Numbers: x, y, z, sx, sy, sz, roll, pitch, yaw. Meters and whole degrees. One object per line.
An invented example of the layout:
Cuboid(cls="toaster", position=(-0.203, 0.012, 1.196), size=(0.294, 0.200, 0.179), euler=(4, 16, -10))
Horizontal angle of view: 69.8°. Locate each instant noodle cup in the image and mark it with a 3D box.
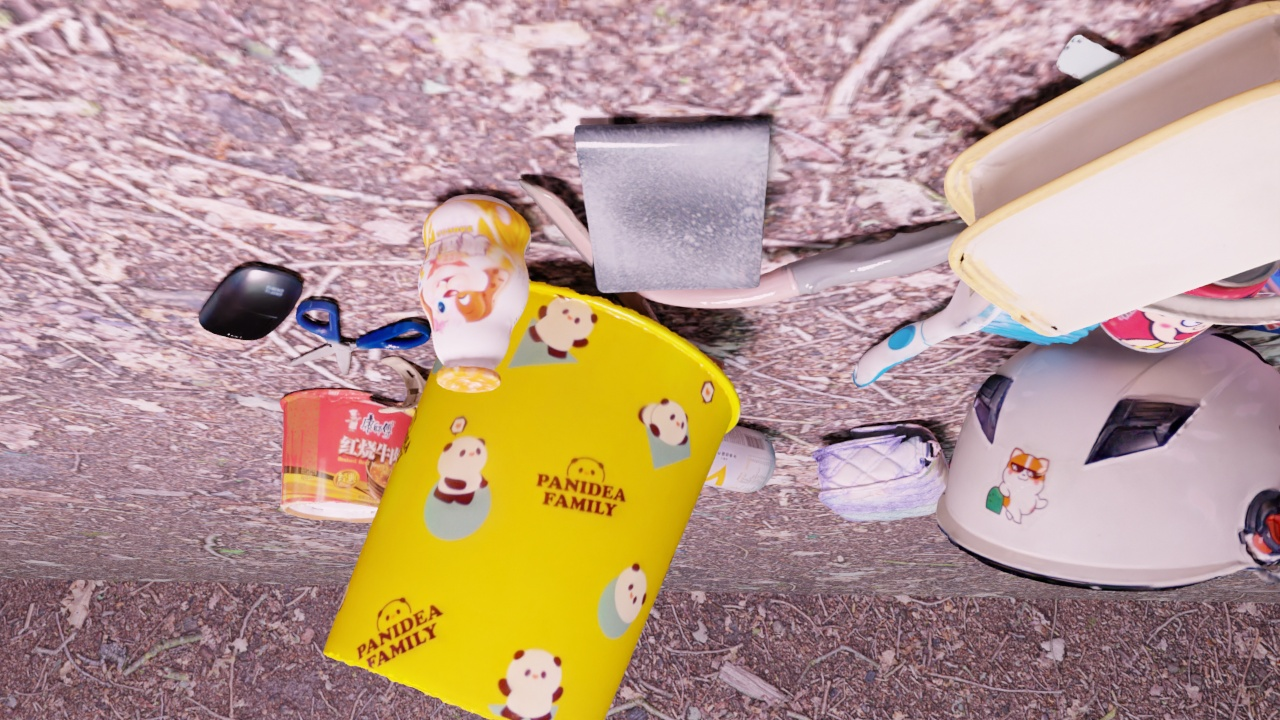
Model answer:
Cuboid(cls="instant noodle cup", position=(-0.296, 0.100, 0.916), size=(0.138, 0.108, 0.138), euler=(1, 161, 0))

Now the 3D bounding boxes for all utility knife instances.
Cuboid(cls="utility knife", position=(0.279, -0.108, 0.440), size=(0.238, 0.018, 0.034), euler=(13, 151, -28))

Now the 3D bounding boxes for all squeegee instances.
Cuboid(cls="squeegee", position=(0.085, -0.055, 0.571), size=(0.250, 0.040, 0.247), euler=(-6, 159, 17))

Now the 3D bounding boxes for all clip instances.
Cuboid(cls="clip", position=(-0.193, 0.029, 0.819), size=(0.035, 0.071, 0.100), euler=(-9, 164, 29))

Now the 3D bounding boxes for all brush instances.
Cuboid(cls="brush", position=(0.227, -0.028, 0.628), size=(0.109, 0.060, 0.315), euler=(5, 163, 4))

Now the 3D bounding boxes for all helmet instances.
Cuboid(cls="helmet", position=(0.338, 0.048, 0.637), size=(0.273, 0.157, 0.230), euler=(-5, -171, -34))

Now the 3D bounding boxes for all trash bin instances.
Cuboid(cls="trash bin", position=(-0.076, 0.112, 0.637), size=(0.230, 0.254, 0.230), euler=(17, 157, 8))

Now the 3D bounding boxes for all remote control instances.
Cuboid(cls="remote control", position=(-0.284, -0.035, 0.664), size=(0.053, 0.024, 0.137), euler=(13, 157, -34))

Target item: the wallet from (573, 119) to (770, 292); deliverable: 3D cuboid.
Cuboid(cls="wallet", position=(0.018, -0.079, 0.494), size=(0.097, 0.019, 0.121), euler=(0, 144, 4))

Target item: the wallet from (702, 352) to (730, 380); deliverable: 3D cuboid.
Cuboid(cls="wallet", position=(-0.004, 0.004, 0.729), size=(0.131, 0.035, 0.119), euler=(-2, 159, 42))

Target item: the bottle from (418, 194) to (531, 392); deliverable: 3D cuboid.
Cuboid(cls="bottle", position=(-0.095, -0.038, 0.523), size=(0.063, 0.108, 0.063), euler=(0, 161, 0))

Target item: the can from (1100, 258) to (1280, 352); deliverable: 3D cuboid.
Cuboid(cls="can", position=(0.311, -0.051, 0.527), size=(0.066, 0.066, 0.094), euler=(0, 160, 2))

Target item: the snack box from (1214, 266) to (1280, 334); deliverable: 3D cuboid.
Cuboid(cls="snack box", position=(0.421, -0.047, 0.592), size=(0.157, 0.026, 0.085), euler=(7, 159, -16))

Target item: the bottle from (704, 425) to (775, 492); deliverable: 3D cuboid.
Cuboid(cls="bottle", position=(0.054, 0.089, 0.926), size=(0.189, 0.068, 0.068), euler=(16, 155, -37))

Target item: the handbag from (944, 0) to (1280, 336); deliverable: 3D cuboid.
Cuboid(cls="handbag", position=(0.254, -0.064, 0.429), size=(0.178, 0.063, 0.164), euler=(30, 143, -31))

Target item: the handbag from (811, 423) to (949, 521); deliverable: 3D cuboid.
Cuboid(cls="handbag", position=(0.271, 0.126, 1.014), size=(0.134, 0.075, 0.194), euler=(-11, 159, 20))

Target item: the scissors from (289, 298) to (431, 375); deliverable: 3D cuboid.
Cuboid(cls="scissors", position=(-0.232, -0.014, 0.738), size=(0.164, 0.012, 0.162), euler=(-1, 161, 7))
